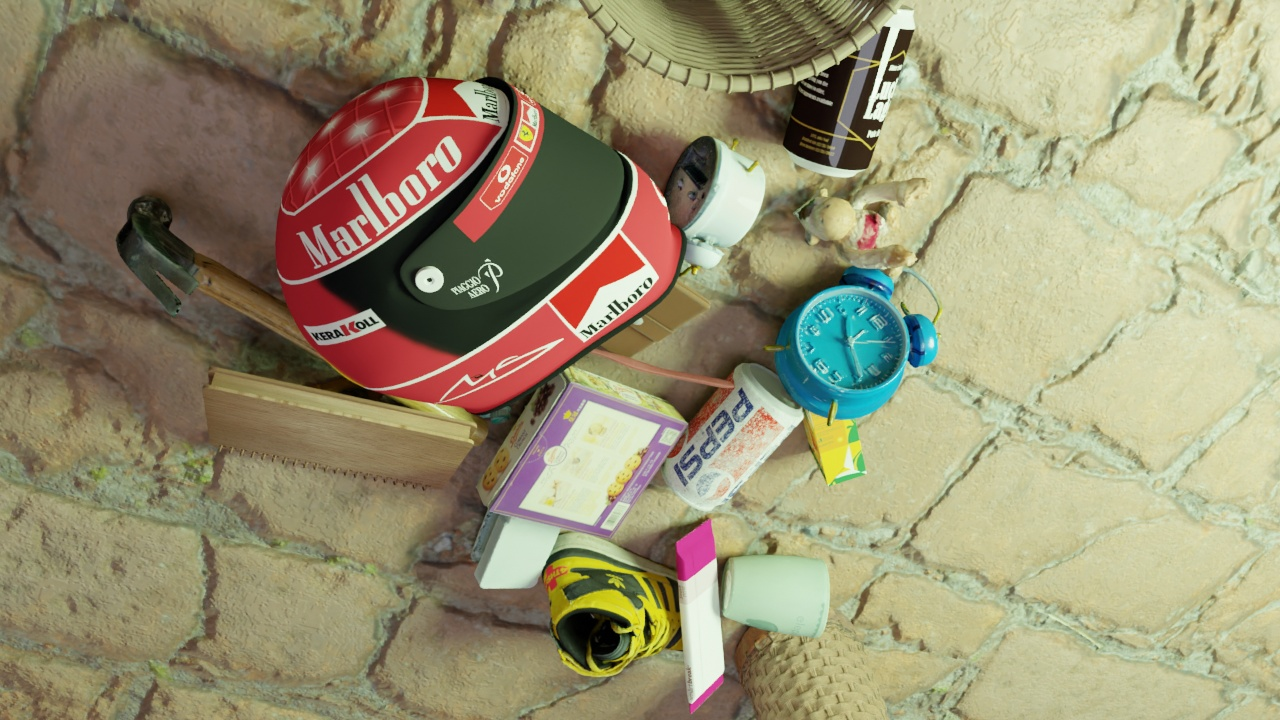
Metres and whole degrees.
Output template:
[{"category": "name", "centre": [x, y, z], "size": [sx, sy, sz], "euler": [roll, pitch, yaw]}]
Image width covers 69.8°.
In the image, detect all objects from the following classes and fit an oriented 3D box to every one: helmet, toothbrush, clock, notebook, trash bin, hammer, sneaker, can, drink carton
[{"category": "helmet", "centre": [-0.133, -0.094, 0.666], "size": [0.271, 0.197, 0.224], "euler": [-32, 128, 11]}, {"category": "toothbrush", "centre": [-0.187, 0.063, 0.861], "size": [0.135, 0.017, 0.022], "euler": [-12, 126, -2]}, {"category": "clock", "centre": [0.194, -0.021, 0.816], "size": [0.161, 0.117, 0.060], "euler": [-38, 166, -11]}, {"category": "notebook", "centre": [-0.263, 0.067, 0.798], "size": [0.210, 0.022, 0.170], "euler": [14, 153, -17]}, {"category": "clock", "centre": [0.051, -0.123, 0.748], "size": [0.057, 0.083, 0.118], "euler": [18, 116, -26]}, {"category": "trash bin", "centre": [0.199, 0.398, 1.015], "size": [0.151, 0.209, 0.151], "euler": [-4, 121, -6]}, {"category": "hammer", "centre": [-0.255, -0.013, 0.742], "size": [0.330, 0.132, 0.033], "euler": [36, 96, -35]}, {"category": "sneaker", "centre": [-0.003, 0.279, 0.962], "size": [0.238, 0.122, 0.086], "euler": [32, 113, -24]}, {"category": "can", "centre": [0.086, 0.073, 0.875], "size": [0.078, 0.078, 0.136], "euler": [29, 113, -24]}, {"category": "toothbrush", "centre": [-0.005, 0.005, 0.832], "size": [0.184, 0.015, 0.016], "euler": [13, 124, 0]}, {"category": "drink carton", "centre": [0.181, 0.054, 0.890], "size": [0.041, 0.058, 0.122], "euler": [-18, 122, 2]}, {"category": "can", "centre": [0.161, -0.214, 0.714], "size": [0.072, 0.071, 0.129], "euler": [6, 120, -13]}]

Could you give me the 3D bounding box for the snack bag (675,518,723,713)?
[{"category": "snack bag", "centre": [0.063, 0.271, 0.974], "size": [0.016, 0.070, 0.196], "euler": [5, 107, 36]}]

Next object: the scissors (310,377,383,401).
[{"category": "scissors", "centre": [-0.235, 0.004, 0.817], "size": [0.225, 0.016, 0.226], "euler": [34, 111, -25]}]

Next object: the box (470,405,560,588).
[{"category": "box", "centre": [-0.104, 0.139, 0.901], "size": [0.085, 0.070, 0.199], "euler": [20, 113, -6]}]

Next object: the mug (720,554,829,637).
[{"category": "mug", "centre": [0.141, 0.259, 1.005], "size": [0.104, 0.084, 0.111], "euler": [7, 149, -3]}]

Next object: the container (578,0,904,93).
[{"category": "container", "centre": [0.048, -0.304, 0.567], "size": [0.227, 0.196, 0.227], "euler": [-4, 122, -7]}]

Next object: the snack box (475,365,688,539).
[{"category": "snack box", "centre": [-0.052, 0.087, 0.841], "size": [0.148, 0.040, 0.143], "euler": [22, 108, -38]}]

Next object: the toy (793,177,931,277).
[{"category": "toy", "centre": [0.184, -0.122, 0.783], "size": [0.106, 0.074, 0.085], "euler": [14, 86, 6]}]

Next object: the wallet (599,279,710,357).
[{"category": "wallet", "centre": [-0.010, -0.043, 0.796], "size": [0.087, 0.013, 0.121], "euler": [32, 140, -25]}]
